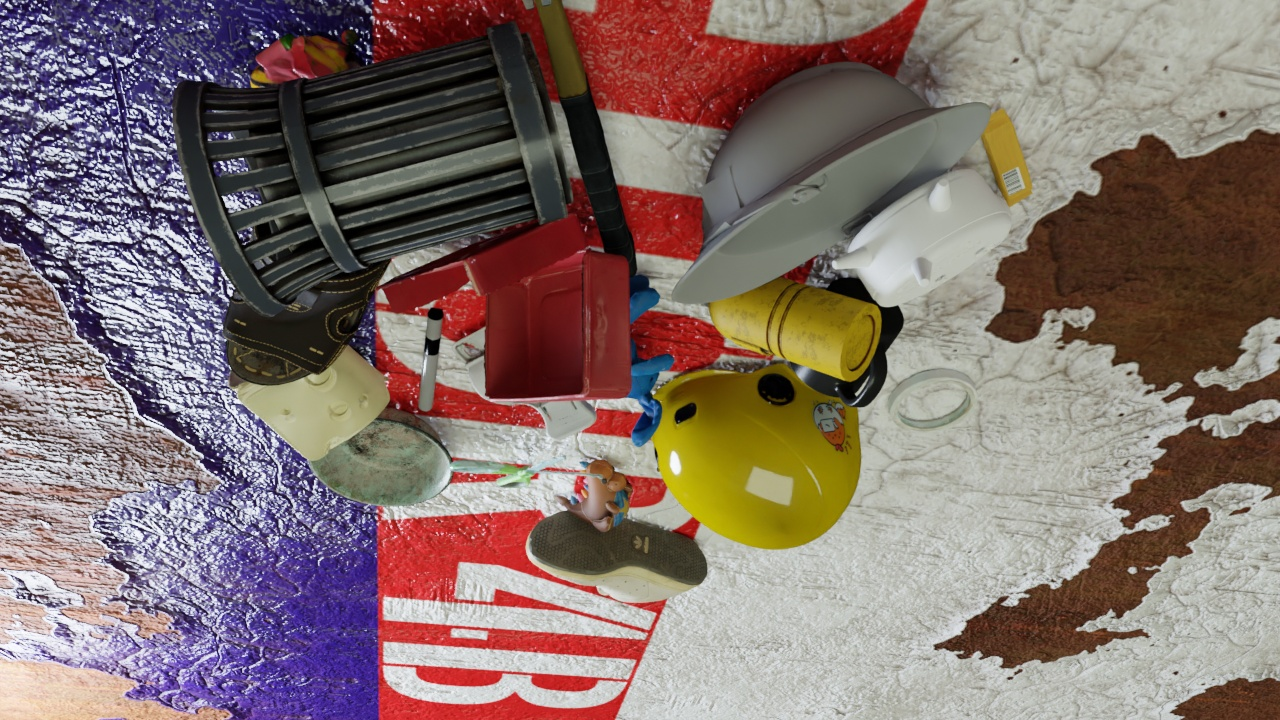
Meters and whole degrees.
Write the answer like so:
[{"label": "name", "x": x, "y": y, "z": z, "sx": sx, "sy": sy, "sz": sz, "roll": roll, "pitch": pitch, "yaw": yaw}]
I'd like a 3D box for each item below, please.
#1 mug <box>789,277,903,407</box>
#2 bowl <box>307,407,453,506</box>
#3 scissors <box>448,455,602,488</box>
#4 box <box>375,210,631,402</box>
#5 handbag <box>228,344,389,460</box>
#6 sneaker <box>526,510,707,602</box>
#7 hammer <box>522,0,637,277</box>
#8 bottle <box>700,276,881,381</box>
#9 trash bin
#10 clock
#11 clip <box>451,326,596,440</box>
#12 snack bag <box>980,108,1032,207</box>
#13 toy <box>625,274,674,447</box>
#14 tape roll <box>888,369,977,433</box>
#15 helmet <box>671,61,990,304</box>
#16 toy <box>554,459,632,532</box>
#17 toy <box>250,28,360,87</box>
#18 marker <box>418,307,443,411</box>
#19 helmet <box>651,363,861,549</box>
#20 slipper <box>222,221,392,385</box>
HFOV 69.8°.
[{"label": "mug", "x": 0.198, "y": -0.009, "z": 0.864, "sx": 0.078, "sy": 0.113, "sz": 0.088, "roll": 5, "pitch": 136, "yaw": -19}, {"label": "bowl", "x": -0.285, "y": 0.102, "z": 1.019, "sx": 0.157, "sy": 0.038, "sz": 0.158, "roll": -1, "pitch": 136, "yaw": -1}, {"label": "scissors", "x": -0.129, "y": 0.124, "z": 1.017, "sx": 0.173, "sy": 0.022, "sz": 0.172, "roll": 17, "pitch": 153, "yaw": -27}, {"label": "box", "x": -0.095, "y": -0.029, "z": 0.776, "sx": 0.157, "sy": 0.153, "sz": 0.168, "roll": -6, "pitch": 115, "yaw": 51}, {"label": "handbag", "x": -0.326, "y": 0.022, "z": 0.907, "sx": 0.111, "sy": 0.081, "sz": 0.119, "roll": -30, "pitch": 128, "yaw": 9}, {"label": "sneaker", "x": -0.039, "y": 0.255, "z": 1.161, "sx": 0.241, "sy": 0.088, "sz": 0.103, "roll": 16, "pitch": 141, "yaw": -23}, {"label": "hammer", "x": -0.045, "y": -0.185, "z": 0.691, "sx": 0.025, "sy": 0.117, "sz": 0.333, "roll": -11, "pitch": 141, "yaw": 5}, {"label": "bottle", "x": 0.124, "y": -0.038, "z": 0.823, "sx": 0.164, "sy": 0.070, "sz": 0.071, "roll": 22, "pitch": 149, "yaw": 36}, {"label": "trash bin", "x": -0.173, "y": -0.141, "z": 0.644, "sx": 0.227, "sy": 0.164, "sz": 0.164, "roll": -16, "pitch": 136, "yaw": -4}, {"label": "clock", "x": 0.245, "y": -0.094, "z": 0.766, "sx": 0.126, "sy": 0.073, "sz": 0.160, "roll": -39, "pitch": 162, "yaw": 32}, {"label": "clip", "x": -0.102, "y": 0.009, "z": 0.921, "sx": 0.125, "sy": 0.072, "sz": 0.143, "roll": -24, "pitch": 122, "yaw": 25}, {"label": "snack bag", "x": 0.305, "y": -0.170, "z": 0.768, "sx": 0.026, "sy": 0.020, "sz": 0.099, "roll": -27, "pitch": 130, "yaw": 17}, {"label": "toy", "x": -0.005, "y": 0.005, "z": 0.891, "sx": 0.071, "sy": 0.112, "sz": 0.177, "roll": -14, "pitch": 128, "yaw": -8}, {"label": "tape roll", "x": 0.317, "y": 0.045, "z": 0.996, "sx": 0.093, "sy": 0.013, "sz": 0.093, "roll": -1, "pitch": 136, "yaw": -1}, {"label": "helmet", "x": 0.119, "y": -0.157, "z": 0.712, "sx": 0.272, "sy": 0.117, "sz": 0.183, "roll": -31, "pitch": 165, "yaw": 22}, {"label": "toy", "x": -0.060, "y": 0.153, "z": 1.084, "sx": 0.103, "sy": 0.070, "sz": 0.090, "roll": 7, "pitch": 127, "yaw": 24}, {"label": "toy", "x": -0.250, "y": -0.210, "z": 0.696, "sx": 0.104, "sy": 0.046, "sz": 0.084, "roll": -15, "pitch": 146, "yaw": 22}, {"label": "marker", "x": -0.214, "y": 0.003, "z": 0.935, "sx": 0.016, "sy": 0.016, "sz": 0.141, "roll": 9, "pitch": 135, "yaw": -11}, {"label": "helmet", "x": 0.122, "y": 0.118, "z": 0.976, "sx": 0.240, "sy": 0.139, "sz": 0.210, "roll": 14, "pitch": 134, "yaw": -15}, {"label": "slipper", "x": -0.276, "y": -0.075, "z": 0.773, "sx": 0.113, "sy": 0.075, "sz": 0.268, "roll": 27, "pitch": 114, "yaw": -20}]
